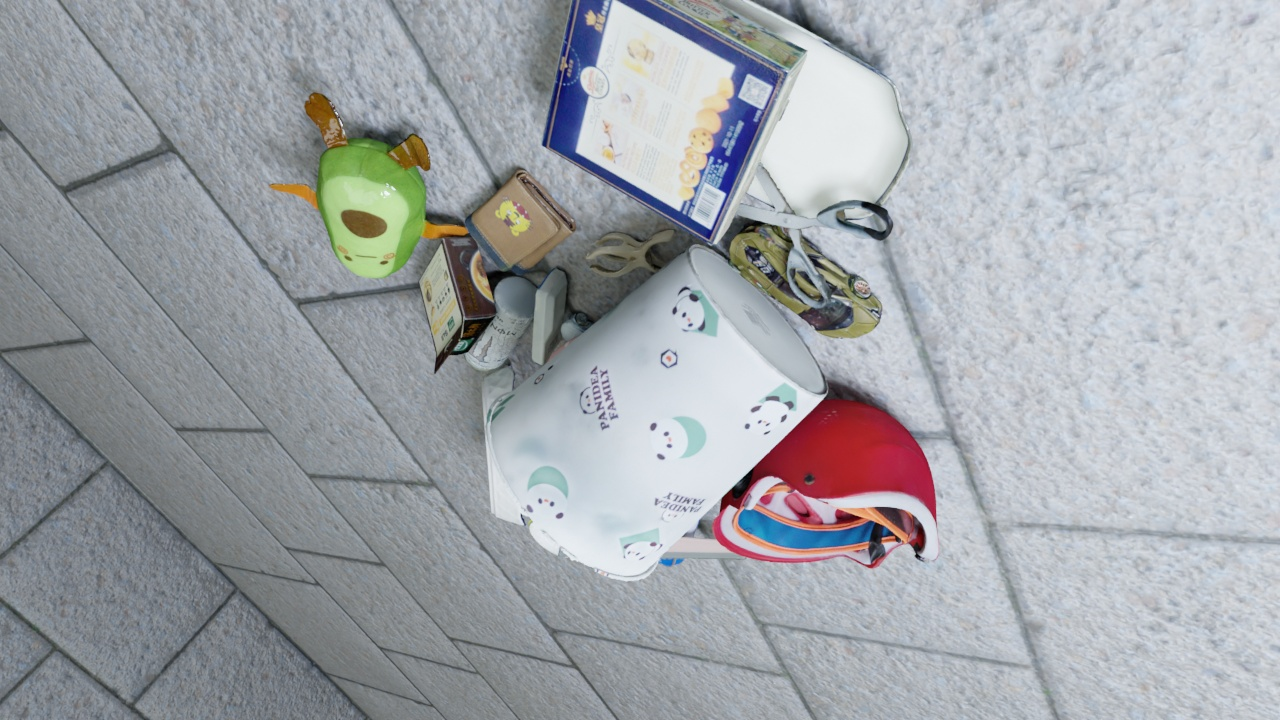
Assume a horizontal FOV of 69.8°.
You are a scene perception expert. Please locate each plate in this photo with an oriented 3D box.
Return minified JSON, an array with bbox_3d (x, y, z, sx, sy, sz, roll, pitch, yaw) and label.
[{"bbox_3d":[0.096,-0.214,0.748,0.266,0.034,0.162,30,142,7],"label":"plate"},{"bbox_3d":[-0.177,0.109,1.179,0.045,0.204,0.205,-4,140,-9],"label":"plate"}]

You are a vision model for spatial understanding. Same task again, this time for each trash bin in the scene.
[{"bbox_3d":[0.022,0.042,0.868,0.229,0.229,0.252,43,110,-11],"label":"trash bin"}]

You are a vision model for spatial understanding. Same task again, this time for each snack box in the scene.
[{"bbox_3d":[0.018,-0.208,0.742,0.182,0.045,0.178,32,140,7],"label":"snack box"},{"bbox_3d":[-0.219,-0.064,1.080,0.113,0.053,0.125,-39,65,54],"label":"snack box"}]

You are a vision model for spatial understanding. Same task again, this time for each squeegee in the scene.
[{"bbox_3d":[0.034,0.158,1.109,0.247,0.040,0.250,3,136,-9],"label":"squeegee"}]

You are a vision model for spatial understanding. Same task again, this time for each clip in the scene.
[{"bbox_3d":[-0.006,-0.109,0.941,0.100,0.034,0.070,5,133,27],"label":"clip"}]

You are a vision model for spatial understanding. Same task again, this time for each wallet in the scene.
[{"bbox_3d":[-0.131,-0.147,0.998,0.090,0.033,0.116,47,138,-13],"label":"wallet"}]

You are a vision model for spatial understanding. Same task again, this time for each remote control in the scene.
[{"bbox_3d":[-0.105,-0.049,1.066,0.024,0.048,0.125,24,142,9],"label":"remote control"}]

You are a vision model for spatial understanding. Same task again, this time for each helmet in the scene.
[{"bbox_3d":[0.188,0.123,0.946,0.207,0.143,0.241,27,149,-27],"label":"helmet"}]

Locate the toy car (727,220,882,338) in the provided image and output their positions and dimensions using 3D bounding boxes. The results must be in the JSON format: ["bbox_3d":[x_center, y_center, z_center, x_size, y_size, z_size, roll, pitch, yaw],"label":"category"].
[{"bbox_3d":[0.153,-0.072,0.854,0.158,0.042,0.070,35,143,-3],"label":"toy car"}]

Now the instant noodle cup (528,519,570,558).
[{"bbox_3d":[-0.091,0.200,1.261,0.112,0.123,0.112,21,141,18],"label":"instant noodle cup"}]

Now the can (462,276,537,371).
[{"bbox_3d":[-0.170,-0.042,1.115,0.058,0.058,0.147,39,143,-4],"label":"can"}]

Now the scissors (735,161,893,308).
[{"bbox_3d":[0.128,-0.117,0.789,0.179,0.014,0.160,16,134,25],"label":"scissors"}]

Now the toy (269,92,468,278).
[{"bbox_3d":[-0.307,-0.179,1.042,0.227,0.089,0.247,17,144,-2],"label":"toy"}]

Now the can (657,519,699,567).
[{"bbox_3d":[0.048,0.226,1.241,0.053,0.053,0.135,26,142,12],"label":"can"}]

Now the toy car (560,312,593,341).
[{"bbox_3d":[-0.054,-0.020,1.073,0.090,0.034,0.043,31,146,7],"label":"toy car"}]

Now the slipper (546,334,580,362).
[{"bbox_3d":[-0.006,0.006,1.006,0.275,0.054,0.114,-21,110,34],"label":"slipper"}]
